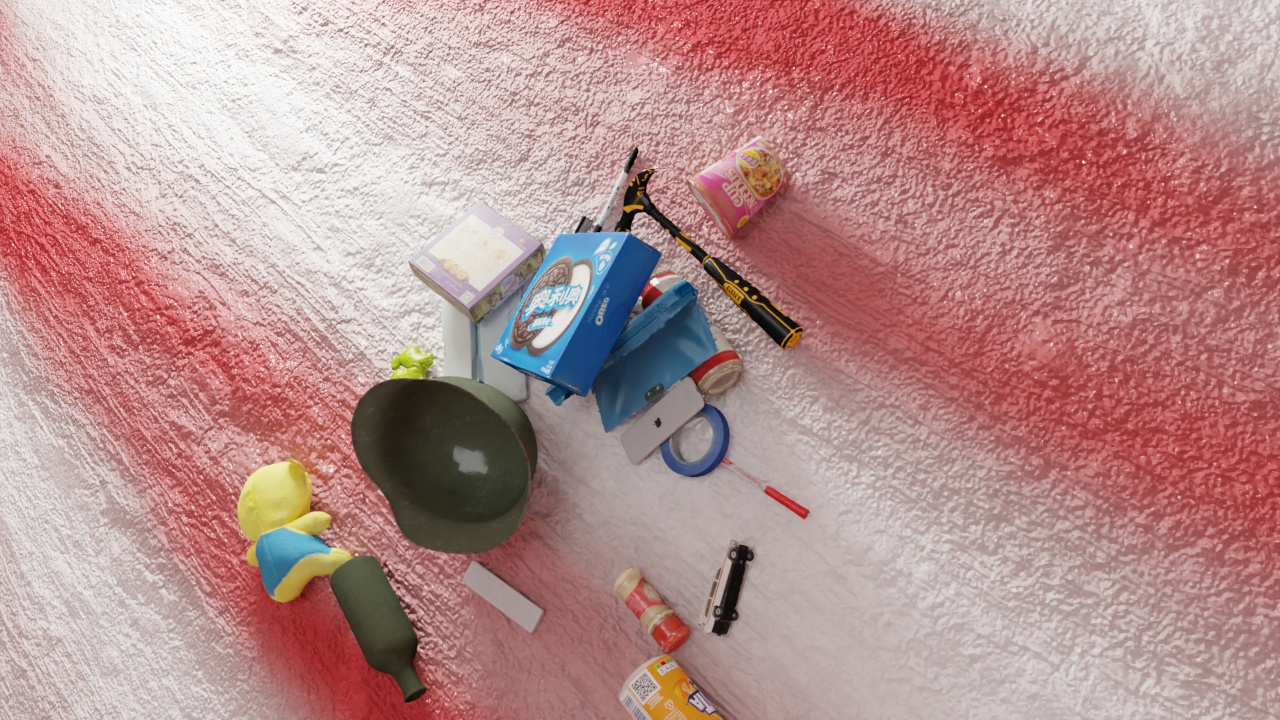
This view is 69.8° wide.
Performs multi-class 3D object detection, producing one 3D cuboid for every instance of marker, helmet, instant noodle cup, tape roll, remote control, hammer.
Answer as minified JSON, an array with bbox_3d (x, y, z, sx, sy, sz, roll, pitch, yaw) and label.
[{"bbox_3d":[0.142,0.149,1.109,0.142,0.012,0.013,32,90,29],"label":"marker"},{"bbox_3d":[-0.240,0.112,1.207,0.268,0.153,0.227,21,109,10],"label":"helmet"},{"bbox_3d":[0.129,-0.226,1.176,0.108,0.097,0.097,-37,64,4],"label":"instant noodle cup"},{"bbox_3d":[0.067,0.098,1.145,0.093,0.016,0.091,-30,62,24],"label":"tape roll"},{"bbox_3d":[-0.037,-0.233,1.296,0.011,0.011,0.152,24,87,28],"label":"marker"},{"bbox_3d":[-0.108,-0.140,1.301,0.016,0.016,0.140,29,90,28],"label":"marker"},{"bbox_3d":[0.026,0.077,1.153,0.147,0.008,0.045,-44,60,35],"label":"remote control"},{"bbox_3d":[0.088,-0.130,1.182,0.320,0.036,0.123,45,127,24],"label":"hammer"},{"bbox_3d":[-0.182,0.312,1.215,0.131,0.012,0.033,27,91,28],"label":"remote control"}]

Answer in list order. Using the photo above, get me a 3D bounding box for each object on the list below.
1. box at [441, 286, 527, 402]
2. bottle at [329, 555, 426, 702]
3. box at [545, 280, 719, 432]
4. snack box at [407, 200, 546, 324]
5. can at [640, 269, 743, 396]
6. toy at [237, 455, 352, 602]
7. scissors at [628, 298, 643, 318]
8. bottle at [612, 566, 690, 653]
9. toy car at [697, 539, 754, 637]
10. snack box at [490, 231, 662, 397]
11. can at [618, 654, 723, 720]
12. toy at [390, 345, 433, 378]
[{"bbox_3d":[-0.230,-0.025,1.317,0.137,0.049,0.197,-13,71,21],"label":"box"},{"bbox_3d":[-0.350,0.366,1.246,0.071,0.071,0.206,-42,63,9],"label":"bottle"},{"bbox_3d":[-0.005,0.008,1.143,0.232,0.094,0.102,-38,91,39],"label":"box"},{"bbox_3d":[-0.233,-0.144,1.320,0.143,0.041,0.147,37,71,28],"label":"snack box"},{"bbox_3d":[0.063,-0.036,1.165,0.067,0.067,0.170,-38,63,11],"label":"can"},{"bbox_3d":[-0.529,0.244,1.357,0.149,0.084,0.214,-33,68,12],"label":"toy"},{"bbox_3d":[-0.056,-0.093,1.263,0.128,0.019,0.153,-27,66,17],"label":"scissors"},{"bbox_3d":[0.012,0.301,1.111,0.044,0.044,0.109,-48,62,6],"label":"bottle"},{"bbox_3d":[0.100,0.267,1.085,0.039,0.039,0.113,7,78,48],"label":"toy car"},{"bbox_3d":[-0.087,-0.065,1.153,0.195,0.056,0.239,-62,25,-7],"label":"snack box"},{"bbox_3d":[0.045,0.412,1.045,0.079,0.079,0.142,-48,62,6],"label":"can"},{"bbox_3d":[-0.338,0.026,1.354,0.094,0.036,0.093,26,81,29],"label":"toy"}]
